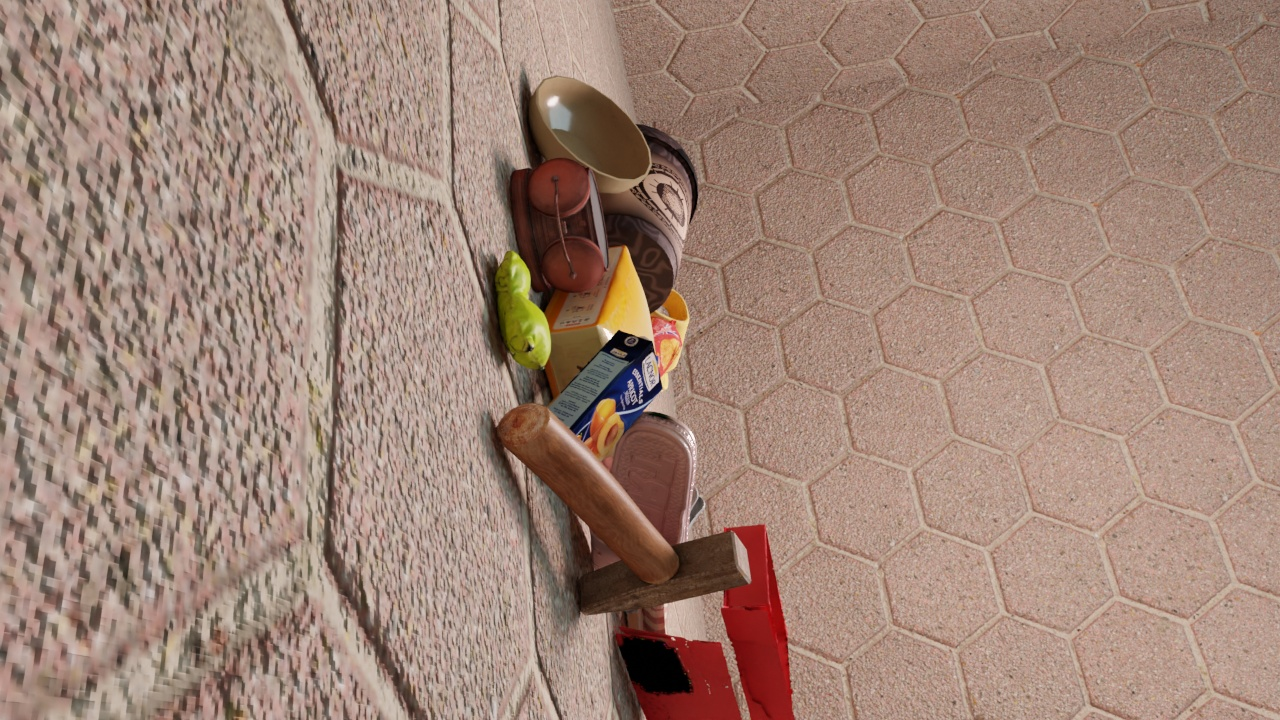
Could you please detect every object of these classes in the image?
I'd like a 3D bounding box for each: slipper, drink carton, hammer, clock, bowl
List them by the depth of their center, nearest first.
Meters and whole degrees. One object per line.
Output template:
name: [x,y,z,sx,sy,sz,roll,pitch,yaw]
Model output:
hammer: [-0.031,0.124,0.735,0.301,0.158,0.037,56,22,-47]
drink carton: [-0.034,0.039,0.790,0.129,0.040,0.064,-49,144,-32]
clock: [-0.073,-0.125,0.857,0.157,0.072,0.120,-79,159,-79]
slipper: [-0.001,0.155,0.869,0.064,0.094,0.240,-59,164,-50]
bowl: [-0.063,-0.241,1.017,0.152,0.051,0.152,25,42,-26]
slipper: [0.009,0.300,1.167,0.115,0.052,0.262,57,25,-81]
slipper: [0.030,-0.077,1.362,0.099,0.078,0.264,-95,174,-57]

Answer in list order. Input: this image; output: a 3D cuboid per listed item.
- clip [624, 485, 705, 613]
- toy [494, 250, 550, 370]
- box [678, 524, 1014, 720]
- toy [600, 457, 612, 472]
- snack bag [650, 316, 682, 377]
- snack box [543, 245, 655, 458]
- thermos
clip: [0.026,0.225,1.084,0.163,0.028,0.112,-56,161,-9]
toy: [-0.092,-0.038,0.703,0.094,0.036,0.093,-115,-169,-83]
box: [0.238,0.318,1.063,0.197,0.352,0.217,-76,154,-54]
toy: [-0.021,0.100,1.018,0.131,0.096,0.124,56,-11,29]
snack bag: [-0.007,0.007,1.135,0.175,0.082,0.082,-48,133,-55]
snack box: [-0.032,-0.013,0.932,0.194,0.081,0.145,-76,156,-60]
thermos: [-0.017,-0.165,1.117,0.225,0.173,0.173,-83,165,-51]
